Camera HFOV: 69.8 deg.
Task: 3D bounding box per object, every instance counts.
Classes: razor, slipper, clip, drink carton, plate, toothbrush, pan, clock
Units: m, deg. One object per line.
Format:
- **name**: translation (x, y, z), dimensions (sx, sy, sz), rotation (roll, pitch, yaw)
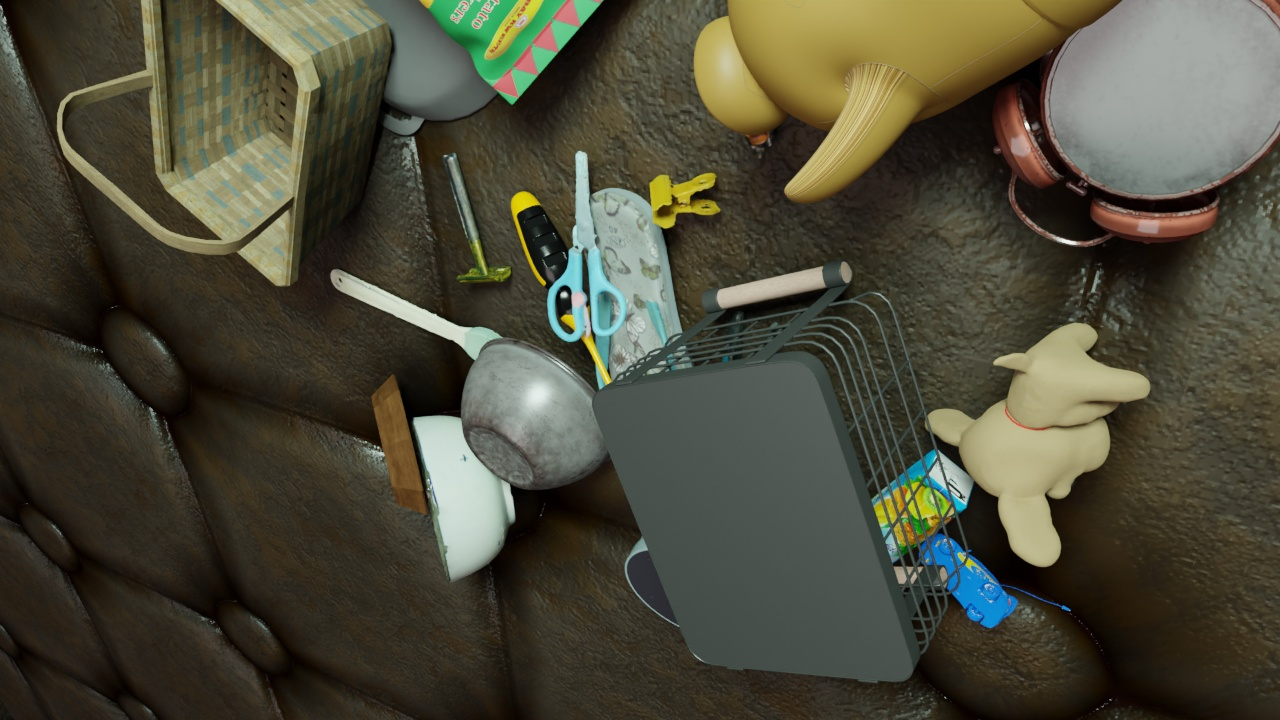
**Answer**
- **razor**: translation (-0.138, -0.112, 0.732), dimensions (0.043, 0.026, 0.106), rotation (3, 117, 34)
- **slipper**: translation (-0.004, 0.004, 0.698), dimensions (0.098, 0.054, 0.269), rotation (7, 122, 44)
- **clip**: translation (0.031, -0.104, 0.620), dimensions (0.047, 0.052, 0.039), rotation (-7, 121, 2)
- **drink carton**: translation (0.185, 0.117, 0.669), dimensions (0.044, 0.038, 0.129), rotation (39, 132, 4)
- **plate**: translation (-0.228, 0.082, 0.862), dimensions (0.131, 0.025, 0.131), rotation (166, 90, -74)
- **toothbrush**: translation (-0.050, -0.039, 0.686), dimensions (0.196, 0.031, 0.031), rotation (64, 162, 7)
- **pan**: translation (-0.154, -0.306, 0.608), dimensions (0.216, 0.024, 0.356), rotation (31, 131, 11)
- **clock**: translation (0.053, 0.176, 0.772), dimensions (0.122, 0.045, 0.160), rotation (26, 140, 9)
- **clock**: translation (0.245, -0.125, 0.445), dimensions (0.120, 0.072, 0.158), rotation (34, 131, 8)

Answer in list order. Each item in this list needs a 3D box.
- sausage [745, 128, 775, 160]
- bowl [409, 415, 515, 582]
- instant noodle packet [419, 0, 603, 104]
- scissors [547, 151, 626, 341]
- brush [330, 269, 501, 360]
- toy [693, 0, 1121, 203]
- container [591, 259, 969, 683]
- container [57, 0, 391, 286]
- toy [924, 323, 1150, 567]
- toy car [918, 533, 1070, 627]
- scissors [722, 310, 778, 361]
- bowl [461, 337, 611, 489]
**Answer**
- **sausage**: translation (0.067, -0.195, 0.546), dimensions (0.020, 0.020, 0.155), rotation (8, 124, 28)
- **bowl**: translation (-0.160, 0.120, 0.843), dimensions (0.153, 0.072, 0.153), rotation (167, 90, -74)
- **instant noodle packet**: translation (-0.107, -0.304, 0.517), dimensions (0.252, 0.090, 0.196), rotation (42, 118, -14)
- **scissors**: translation (-0.038, -0.081, 0.653), dimensions (0.063, 0.015, 0.139), rotation (5, 106, 19)
- **brush**: translation (-0.197, -0.038, 0.826), dimensions (0.218, 0.012, 0.033), rotation (23, 130, 19)
- **toy**: translation (0.126, -0.184, 0.413), dimensions (0.204, 0.162, 0.198), rotation (-6, 78, 50)
- **container**: translation (0.097, 0.076, 0.594), dimensions (0.163, 0.130, 0.241), rotation (-10, 107, 39)
- **container**: translation (-0.301, -0.164, 0.665), dimensions (0.157, 0.185, 0.251), rotation (40, 142, 3)
- **toy**: translation (0.239, 0.036, 0.549), dimensions (0.105, 0.134, 0.108), rotation (-2, 128, -16)
- **toy car**: translation (0.258, 0.158, 0.670), dimensions (0.092, 0.061, 0.033), rotation (50, 142, 36)
- **scissors**: translation (0.082, 0.028, 0.688), dimensions (0.138, 0.019, 0.129), rotation (-25, 105, 43)
- **bowl**: translation (-0.097, 0.057, 0.765), dimensions (0.145, 0.067, 0.145), rotation (26, 145, 20)
